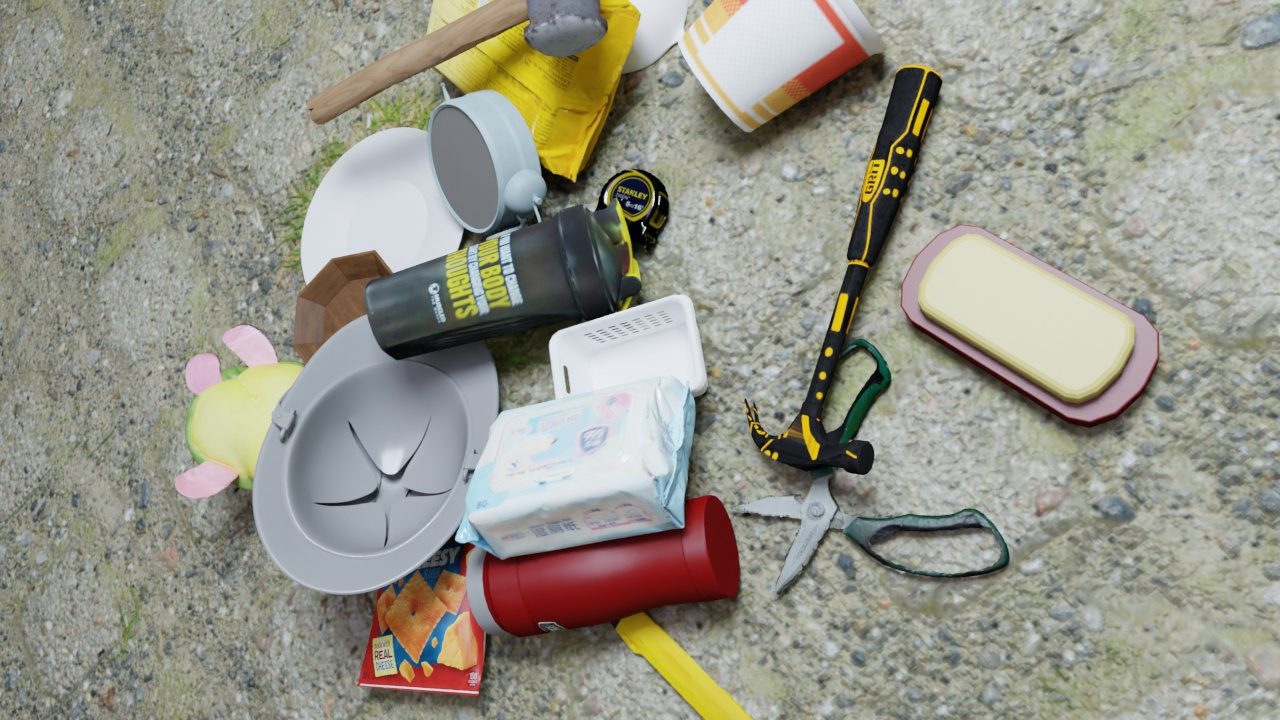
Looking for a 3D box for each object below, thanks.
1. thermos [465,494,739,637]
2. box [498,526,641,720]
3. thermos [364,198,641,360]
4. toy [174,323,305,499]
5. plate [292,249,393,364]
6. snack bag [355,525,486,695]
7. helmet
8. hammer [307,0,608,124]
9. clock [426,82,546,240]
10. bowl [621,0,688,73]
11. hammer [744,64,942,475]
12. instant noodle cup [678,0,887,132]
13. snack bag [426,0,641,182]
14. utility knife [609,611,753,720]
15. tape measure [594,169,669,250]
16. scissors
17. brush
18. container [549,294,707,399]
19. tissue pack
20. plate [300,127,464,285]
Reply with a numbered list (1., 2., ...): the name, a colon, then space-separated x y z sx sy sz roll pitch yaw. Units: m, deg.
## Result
1. thermos: -0.032 0.148 0.709 0.199 0.084 0.108 -15 73 20
2. box: 0.143 0.299 0.509 0.478 0.171 0.214 29 91 -10
3. thermos: -0.111 -0.061 0.764 0.221 0.098 0.098 -16 71 4
4. toy: -0.349 0.071 0.874 0.189 0.088 0.238 -31 73 -25
5. plate: -0.275 -0.041 0.881 0.131 0.025 0.131 -7 73 22
6. snack bag: -0.183 0.210 0.793 0.131 0.039 0.144 -6 70 25
7. helmet: -0.219 0.090 0.799 0.183 0.118 0.270 12 56 0
8. hammer: -0.167 -0.266 0.773 0.329 0.052 0.098 -12 79 31
9. clock: -0.134 -0.165 0.817 0.159 0.045 0.123 56 145 14
10. bowl: -0.019 -0.324 0.830 0.115 0.050 0.114 -6 76 25
11. hammer: 0.161 -0.072 0.685 0.123 0.036 0.320 10 78 52
12. instant noodle cup: 0.106 -0.256 0.722 0.121 0.123 0.123 -36 65 23
13. snack bag: -0.108 -0.288 0.824 0.247 0.068 0.160 43 125 28
14. utility knife: 0.057 0.259 0.677 0.225 0.019 0.030 39 102 32
15. tape measure: -0.005 -0.132 0.789 0.062 0.034 0.061 27 93 28
16. scissors: 0.172 0.096 0.661 0.204 0.015 0.201 25 89 27
17. brush: 0.262 -0.028 0.630 0.173 0.041 0.082 38 96 28
18. container: -0.004 0.004 0.748 0.129 0.049 0.080 -16 72 22
19. tissue pack: -0.048 0.078 0.681 0.182 0.070 0.111 -13 42 20
20. plate: -0.258 -0.133 0.923 0.209 0.015 0.208 -6 75 25
